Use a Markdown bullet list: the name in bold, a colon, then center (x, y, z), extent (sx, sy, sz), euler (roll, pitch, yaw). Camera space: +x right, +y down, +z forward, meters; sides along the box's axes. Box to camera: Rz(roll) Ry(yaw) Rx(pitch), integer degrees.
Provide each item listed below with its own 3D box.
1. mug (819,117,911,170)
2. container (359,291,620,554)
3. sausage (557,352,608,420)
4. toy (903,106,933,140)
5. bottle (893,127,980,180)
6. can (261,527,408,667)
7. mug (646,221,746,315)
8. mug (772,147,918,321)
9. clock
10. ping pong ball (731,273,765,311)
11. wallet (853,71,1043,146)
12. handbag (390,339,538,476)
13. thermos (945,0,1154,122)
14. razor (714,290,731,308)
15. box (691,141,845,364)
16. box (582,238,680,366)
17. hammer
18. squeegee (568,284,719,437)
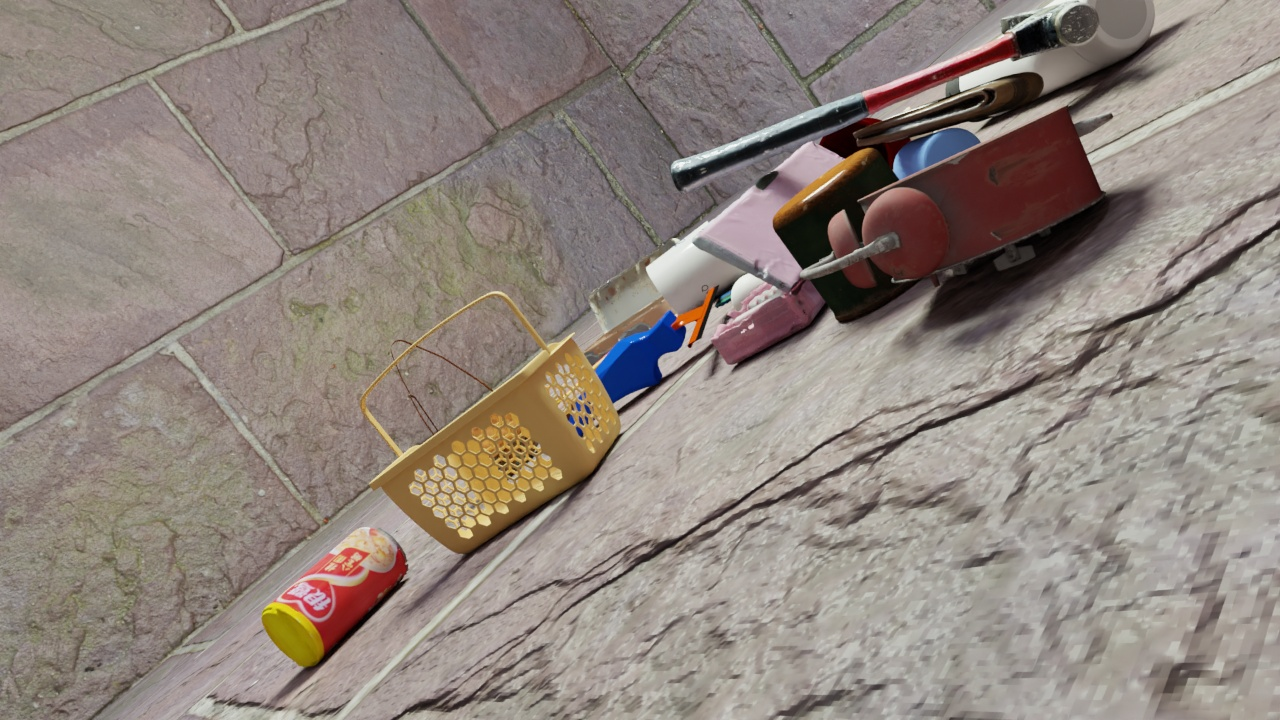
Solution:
- **mug**: center (0.229, -0.196, 0.931), extent (0.088, 0.087, 0.114), euler (-20, -12, -42)
- **container**: center (-0.131, 0.047, 0.771), extent (0.184, 0.167, 0.129), euler (-35, 7, 25)
- **sausage**: center (-0.055, 0.034, 1.007), extent (0.155, 0.040, 0.040), euler (-42, 8, -31)
- **toy**: center (0.297, -0.253, 1.055), extent (0.087, 0.050, 0.112), euler (-30, 6, 46)
- **bottle**: center (0.236, -0.160, 0.756), extent (0.048, 0.048, 0.131), euler (-37, 7, 4)
- **can**: center (-0.278, 0.214, 0.842), extent (0.067, 0.066, 0.124), euler (-32, 9, 40)
- **mug**: center (0.077, -0.110, 1.174), extent (0.096, 0.083, 0.119), euler (-36, -21, 12)
- **mug**: center (0.142, -0.083, 0.581), extent (0.085, 0.081, 0.111), euler (-39, 7, -9)
- **clock**: center (0.157, -0.070, 0.470), extent (0.156, 0.062, 0.110), euler (-25, 4, -9)
- **ping pong ball**: center (0.099, -0.056, 0.801), extent (0.040, 0.040, 0.040), euler (-37, 7, 5)
- **wallet**: center (0.244, -0.198, 0.729), extent (0.121, 0.027, 0.098), euler (-8, 12, 45)
- **handbag**: center (-0.200, 0.047, 1.011), extent (0.093, 0.196, 0.043), euler (-44, 3, -25)
- **thermos**: center (0.362, -0.273, 0.814), extent (0.101, 0.068, 0.230), euler (-26, 4, -8)
- **razor**: center (0.133, -0.092, 0.971), extent (0.140, 0.018, 0.044), euler (-39, 5, -38)
- **box**: center (0.121, -0.107, 0.748), extent (0.100, 0.107, 0.231), euler (-32, 9, 45)
- **box**: center (-0.014, -0.081, 1.333), extent (0.218, 0.095, 0.114), euler (-31, 13, 46)
- **hammer**: center (0.180, -0.206, 0.736), extent (0.327, 0.036, 0.140), euler (-19, 14, 15)
- **squeegee**: center (-0.005, 0.005, 0.883), extent (0.185, 0.055, 0.249), euler (-47, 4, 16)
